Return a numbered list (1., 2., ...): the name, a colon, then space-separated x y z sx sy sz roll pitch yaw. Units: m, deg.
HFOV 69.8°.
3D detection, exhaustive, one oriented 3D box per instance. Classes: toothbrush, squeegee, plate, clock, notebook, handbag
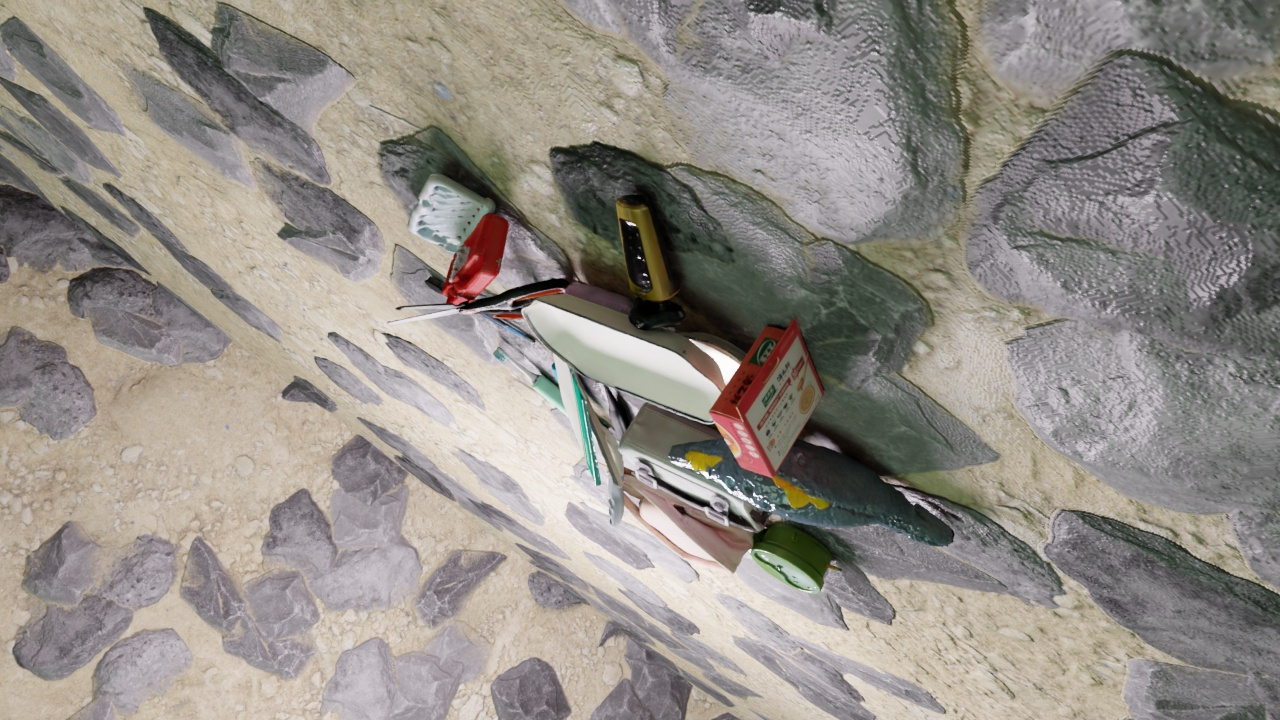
1. toothbrush: -0.138 0.051 1.433 0.224 0.027 0.026 41 -173 -16
2. squeegee: -0.041 0.158 1.310 0.246 0.039 0.247 -117 13 -46
3. plate: 0.087 0.017 1.030 0.164 0.034 0.164 7 145 49
4. clock: 0.222 0.297 1.386 0.116 0.056 0.161 39 158 -10
5. toothbrush: -0.033 0.078 1.342 0.027 0.026 0.213 -6 147 6
6. notebook: -0.089 0.059 1.252 0.209 0.012 0.150 85 164 -52
7. toothbrush: -0.233 -0.074 1.335 0.189 0.016 0.014 29 149 7
8. handbag: 0.045 0.230 1.409 0.234 0.093 0.194 33 164 -15
9. plate: -0.012 -0.009 1.016 0.266 0.034 0.162 20 157 28
10. handbag: 0.081 0.151 1.245 0.197 0.098 0.145 23 161 28

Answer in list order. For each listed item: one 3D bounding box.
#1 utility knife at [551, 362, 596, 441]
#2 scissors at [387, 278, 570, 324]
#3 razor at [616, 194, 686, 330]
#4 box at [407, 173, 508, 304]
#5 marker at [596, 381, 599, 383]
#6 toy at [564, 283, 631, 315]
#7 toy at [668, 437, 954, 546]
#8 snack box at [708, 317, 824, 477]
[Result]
1. utility knife: -0.086 0.080 1.398 0.034 0.018 0.209 14 143 34
2. scissors: -0.184 -0.063 1.109 0.221 0.021 0.230 -13 173 19
3. razor: 0.004 -0.093 0.893 0.062 0.067 0.168 23 149 28
4. box: -0.227 -0.137 1.085 0.099 0.112 0.202 15 166 -20
5. marker: -0.022 -0.004 1.133 0.017 0.017 0.146 39 146 -10
6. toy: -0.040 -0.059 1.052 0.108 0.039 0.084 20 163 29
7. toy: 0.180 0.141 1.058 0.357 0.091 0.138 15 166 24
8. snack box: 0.124 0.034 0.908 0.044 0.113 0.127 19 153 38
